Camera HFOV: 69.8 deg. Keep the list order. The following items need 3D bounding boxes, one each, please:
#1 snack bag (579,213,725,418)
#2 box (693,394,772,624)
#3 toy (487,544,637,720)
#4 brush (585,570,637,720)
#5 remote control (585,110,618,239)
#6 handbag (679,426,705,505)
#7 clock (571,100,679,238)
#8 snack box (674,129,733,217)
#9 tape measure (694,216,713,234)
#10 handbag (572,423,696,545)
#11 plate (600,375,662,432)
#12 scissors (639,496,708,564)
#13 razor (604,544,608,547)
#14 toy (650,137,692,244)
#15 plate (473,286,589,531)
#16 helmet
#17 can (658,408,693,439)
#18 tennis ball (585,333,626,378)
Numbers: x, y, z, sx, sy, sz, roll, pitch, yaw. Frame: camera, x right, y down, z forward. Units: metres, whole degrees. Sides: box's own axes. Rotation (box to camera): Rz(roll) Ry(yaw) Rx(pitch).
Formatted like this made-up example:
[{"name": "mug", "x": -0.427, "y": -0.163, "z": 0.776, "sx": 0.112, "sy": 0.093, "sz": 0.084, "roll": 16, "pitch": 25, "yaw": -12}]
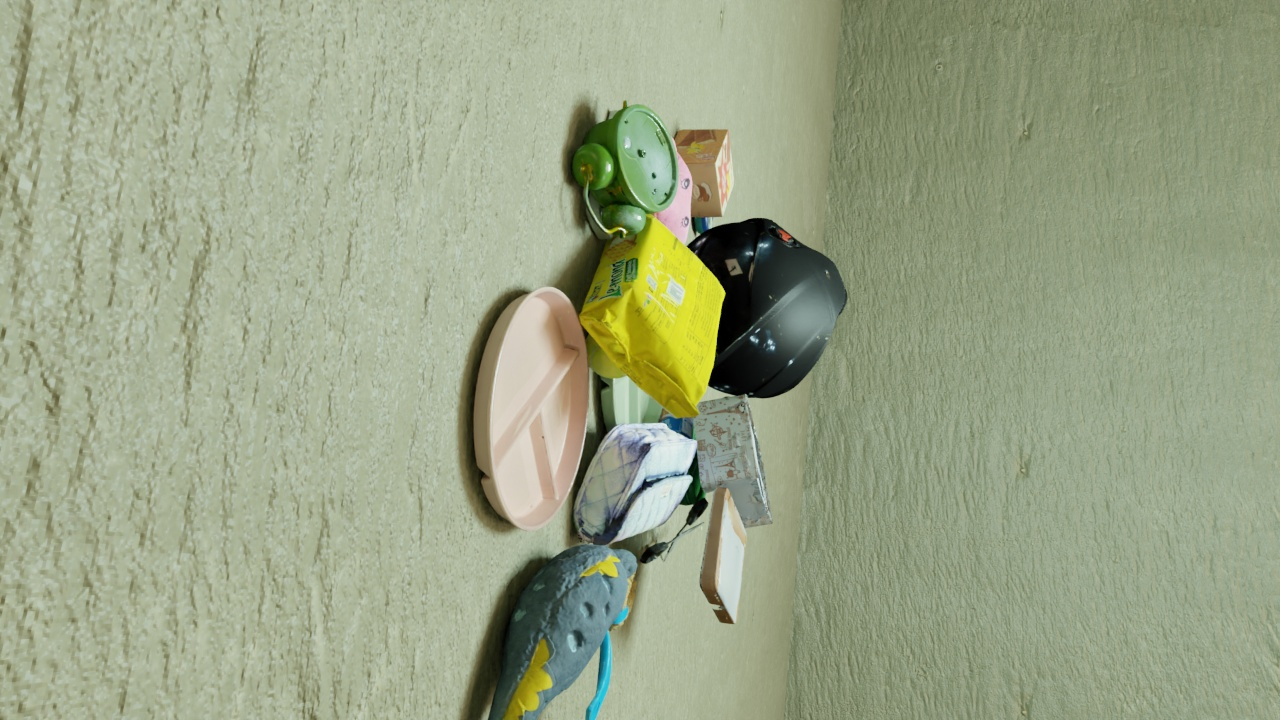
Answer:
[{"name": "snack bag", "x": 0.022, "y": -0.059, "z": 1.007, "sx": 0.158, "sy": 0.068, "sz": 0.245, "roll": 43, "pitch": 31, "yaw": -19}, {"name": "box", "x": 0.124, "y": 0.200, "z": 1.216, "sx": 0.178, "sy": 0.088, "sz": 0.261, "roll": 66, "pitch": 17, "yaw": -55}, {"name": "toy", "x": -0.070, "y": 0.255, "z": 0.905, "sx": 0.355, "sy": 0.091, "sz": 0.138, "roll": -44, "pitch": 146, "yaw": -63}, {"name": "brush", "x": -0.036, "y": 0.313, "z": 1.041, "sx": 0.254, "sy": 0.046, "sz": 0.083, "roll": -77, "pitch": 174, "yaw": -66}, {"name": "remote control", "x": -0.032, "y": -0.213, "z": 1.049, "sx": 0.058, "sy": 0.021, "sz": 0.149, "roll": 61, "pitch": 37, "yaw": -60}, {"name": "handbag", "x": 0.062, "y": 0.142, "z": 1.346, "sx": 0.131, "sy": 0.068, "sz": 0.120, "roll": -65, "pitch": 153, "yaw": -50}, {"name": "clock", "x": -0.018, "y": -0.202, "z": 0.990, "sx": 0.116, "sy": 0.056, "sz": 0.160, "roll": 56, "pitch": 43, "yaw": -31}, {"name": "snack box", "x": 0.087, "y": -0.271, "z": 1.331, "sx": 0.094, "sy": 0.077, "sz": 0.093, "roll": -69, "pitch": 156, "yaw": -44}, {"name": "tape measure", "x": 0.100, "y": -0.231, "z": 1.471, "sx": 0.054, "sy": 0.025, "sz": 0.058, "roll": 54, "pitch": 39, "yaw": -62}, {"name": "handbag", "x": 0.000, "y": 0.145, "z": 1.087, "sx": 0.134, "sy": 0.075, "sz": 0.193, "roll": -65, "pitch": 159, "yaw": 8}, {"name": "plate", "x": -0.007, "y": 0.007, "z": 1.165, "sx": 0.230, "sy": 0.027, "sz": 0.230, "roll": 5, "pitch": 89, "yaw": -73}, {"name": "scissors", "x": 0.059, "y": 0.252, "z": 1.339, "sx": 0.160, "sy": 0.014, "sz": 0.176, "roll": -52, "pitch": 161, "yaw": 22}, {"name": "razor", "x": -0.051, "y": 0.247, "z": 1.076, "sx": 0.043, "sy": 0.022, "sz": 0.142, "roll": 124, "pitch": -14, "yaw": -45}, {"name": "toy", "x": 0.026, "y": -0.191, "z": 1.146, "sx": 0.178, "sy": 0.075, "sz": 0.195, "roll": -51, "pitch": 141, "yaw": -76}, {"name": "plate", "x": -0.100, "y": 0.045, "z": 0.868, "sx": 0.229, "sy": 0.028, "sz": 0.229, "roll": 5, "pitch": 89, "yaw": -72}, {"name": "helmet", "x": 0.139, "y": -0.078, "z": 1.291, "sx": 0.229, "sy": 0.234, "sz": 0.274, "roll": 2, "pitch": 54, "yaw": -47}, {"name": "can", "x": 0.049, "y": 0.072, "z": 1.285, "sx": 0.134, "sy": 0.053, "sz": 0.053, "roll": -82, "pitch": 165, "yaw": -47}, {"name": "tennis ball", "x": -0.030, "y": -0.012, "z": 1.019, "sx": 0.065, "sy": 0.065, "sz": 0.065, "roll": 4, "pitch": 89, "yaw": -73}]
